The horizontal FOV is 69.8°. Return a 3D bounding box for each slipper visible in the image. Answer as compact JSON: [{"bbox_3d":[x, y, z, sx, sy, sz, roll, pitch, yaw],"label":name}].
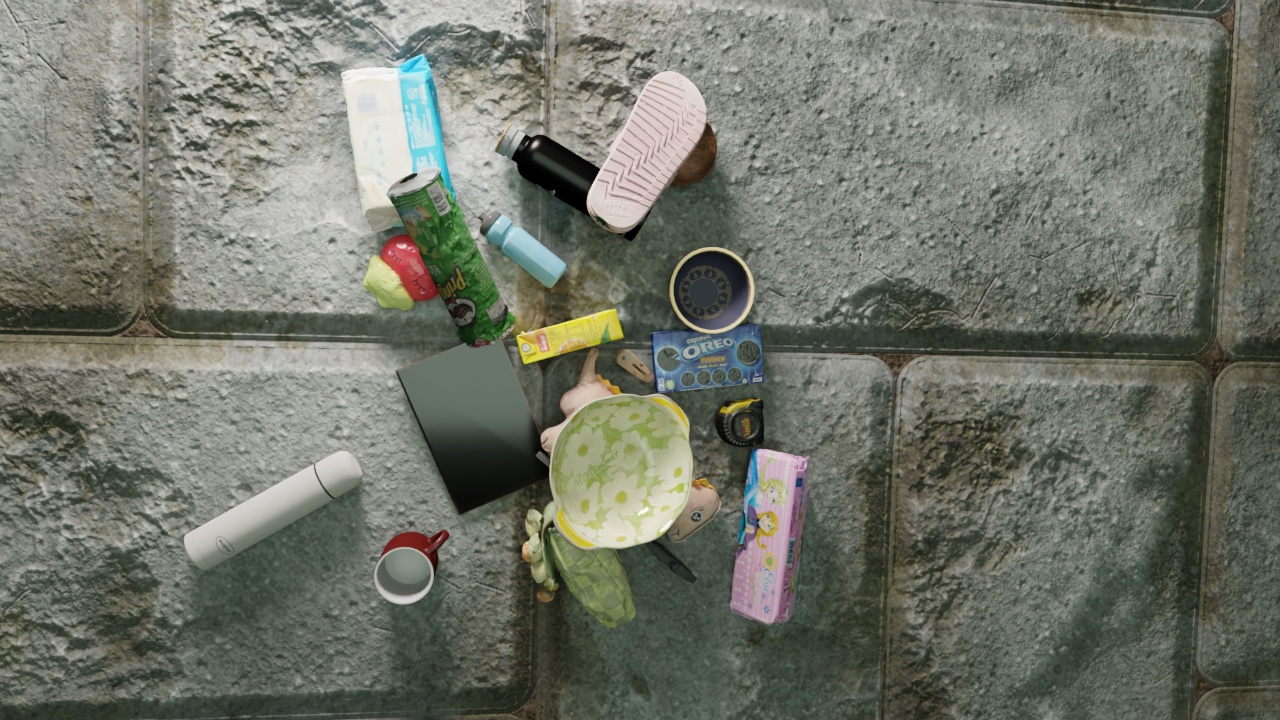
[{"bbox_3d":[0.007,-0.258,1.171,0.094,0.064,0.238,31,71,-6],"label":"slipper"}]

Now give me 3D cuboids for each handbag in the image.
[{"bbox_3d":[-0.087,0.269,1.194,0.117,0.113,0.186,-28,98,0],"label":"handbag"}]

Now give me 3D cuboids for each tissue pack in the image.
[{"bbox_3d":[-0.303,-0.273,1.153,0.117,0.066,0.209,-10,94,-7],"label":"tissue pack"}]

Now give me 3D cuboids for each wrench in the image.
[{"bbox_3d":[-0.031,0.209,1.220,0.273,0.073,0.018,40,87,-6],"label":"wrench"}]

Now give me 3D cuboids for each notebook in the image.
[{"bbox_3d":[-0.214,0.083,1.207,0.141,0.008,0.209,-22,100,-7],"label":"notebook"}]

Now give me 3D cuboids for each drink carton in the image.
[{"bbox_3d":[-0.095,-0.032,1.201,0.134,0.058,0.043,-16,93,-7],"label":"drink carton"}]

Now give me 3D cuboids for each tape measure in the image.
[{"bbox_3d":[0.135,0.087,1.253,0.062,0.038,0.067,-7,97,-16],"label":"tape measure"}]

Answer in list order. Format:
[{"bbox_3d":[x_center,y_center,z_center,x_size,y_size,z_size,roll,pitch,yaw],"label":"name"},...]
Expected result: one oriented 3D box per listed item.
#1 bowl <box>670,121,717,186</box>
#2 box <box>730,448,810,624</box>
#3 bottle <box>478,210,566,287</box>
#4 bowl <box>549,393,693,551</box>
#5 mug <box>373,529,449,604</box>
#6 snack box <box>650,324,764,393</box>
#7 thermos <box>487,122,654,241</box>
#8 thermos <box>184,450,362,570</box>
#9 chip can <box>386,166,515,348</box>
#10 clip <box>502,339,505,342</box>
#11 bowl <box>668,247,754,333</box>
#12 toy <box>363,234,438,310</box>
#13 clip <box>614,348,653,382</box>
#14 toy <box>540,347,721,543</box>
[{"bbox_3d":[0.044,-0.282,1.223,0.114,0.026,0.102,5,92,-8],"label":"bowl"},{"bbox_3d":[0.196,0.240,1.261,0.096,0.085,0.230,5,93,-41],"label":"box"},{"bbox_3d":[-0.157,-0.148,1.194,0.130,0.040,0.040,38,87,-9],"label":"bottle"},{"bbox_3d":[-0.031,0.138,1.150,0.188,0.060,0.219,44,71,-12],"label":"bowl"},{"bbox_3d":[-0.287,0.254,1.176,0.105,0.082,0.073,-42,98,-4],"label":"mug"},{"bbox_3d":[0.091,-0.004,1.245,0.150,0.027,0.082,-6,94,-8],"label":"snack box"},{"bbox_3d":[-0.096,-0.239,1.187,0.231,0.061,0.061,30,88,-9],"label":"thermos"},{"bbox_3d":[-0.461,0.187,1.162,0.224,0.052,0.052,-29,97,-6],"label":"thermos"},{"bbox_3d":[-0.232,-0.125,1.129,0.075,0.075,0.223,-27,118,-6],"label":"chip can"},{"bbox_3d":[-0.203,-0.024,1.209,0.053,0.013,0.036,18,91,-11],"label":"clip"},{"bbox_3d":[0.089,-0.091,1.222,0.112,0.061,0.112,0,91,-8],"label":"bowl"},{"bbox_3d":[-0.288,-0.121,1.174,0.135,0.045,0.091,-35,101,-7],"label":"toy"},{"bbox_3d":[-0.007,0.007,1.224,0.061,0.043,0.025,37,89,-3],"label":"clip"},{"bbox_3d":[0.004,0.120,1.222,0.264,0.065,0.196,25,93,-11],"label":"toy"}]
